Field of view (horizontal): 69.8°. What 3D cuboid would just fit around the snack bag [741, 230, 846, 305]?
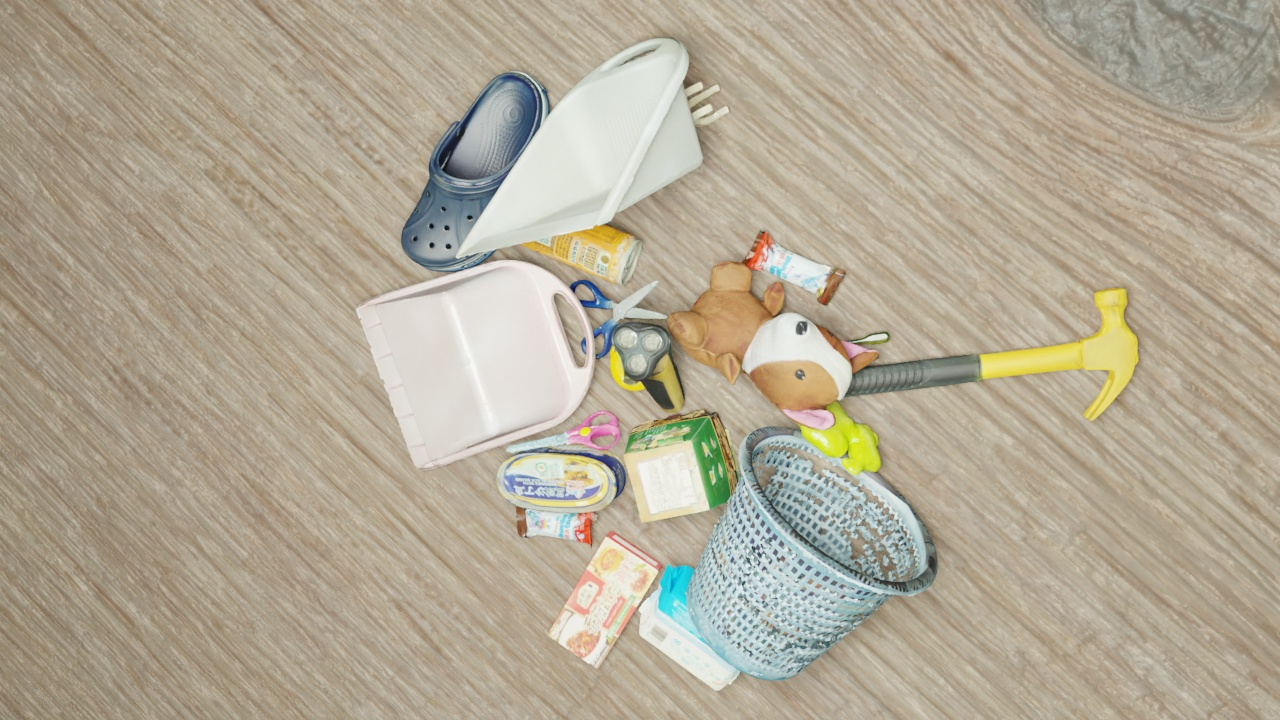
[{"bbox_3d":[0.165,-0.100,0.989,0.104,0.026,0.048,30,116,10],"label":"snack bag"}]

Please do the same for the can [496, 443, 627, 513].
[{"bbox_3d":[-0.092,0.138,1.076,0.148,0.049,0.074,2,98,14],"label":"can"}]

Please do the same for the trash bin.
[{"bbox_3d":[0.155,0.213,0.952,0.226,0.226,0.195,35,117,8],"label":"trash bin"}]

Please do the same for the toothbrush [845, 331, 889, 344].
[{"bbox_3d":[0.178,-0.012,1.004,0.186,0.017,0.012,-10,97,18],"label":"toothbrush"}]

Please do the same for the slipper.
[{"bbox_3d":[-0.186,-0.208,1.034,0.105,0.095,0.253,35,101,11],"label":"slipper"}]

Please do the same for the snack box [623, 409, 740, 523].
[{"bbox_3d":[0.039,0.125,1.011,0.118,0.105,0.117,-14,94,17],"label":"snack box"}]

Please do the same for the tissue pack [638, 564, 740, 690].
[{"bbox_3d":[0.070,0.300,1.040,0.140,0.063,0.090,34,125,9],"label":"tissue pack"}]

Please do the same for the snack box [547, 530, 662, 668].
[{"bbox_3d":[-0.043,0.286,1.095,0.075,0.025,0.153,32,104,8],"label":"snack box"}]

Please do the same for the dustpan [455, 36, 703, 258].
[{"bbox_3d":[-0.056,-0.226,0.927,0.223,0.256,0.143,-4,112,45],"label":"dustpan"}]

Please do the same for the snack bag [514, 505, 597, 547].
[{"bbox_3d":[-0.100,0.196,1.098,0.105,0.026,0.045,4,108,17],"label":"snack bag"}]

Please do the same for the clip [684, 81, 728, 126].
[{"bbox_3d":[0.042,-0.263,0.980,0.102,0.094,0.035,-21,91,5],"label":"clip"}]

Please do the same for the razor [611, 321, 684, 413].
[{"bbox_3d":[0.016,0.014,0.982,0.062,0.167,0.067,7,66,18],"label":"razor"}]

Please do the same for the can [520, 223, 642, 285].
[{"bbox_3d":[-0.075,-0.136,1.030,0.146,0.058,0.058,23,102,11],"label":"can"}]

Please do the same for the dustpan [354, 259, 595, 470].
[{"bbox_3d":[-0.188,0.001,1.090,0.274,0.138,0.222,-9,101,49],"label":"dustpan"}]

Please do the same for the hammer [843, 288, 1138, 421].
[{"bbox_3d":[0.350,0.008,0.951,0.301,0.032,0.129,-7,94,15],"label":"hammer"}]

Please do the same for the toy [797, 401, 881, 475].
[{"bbox_3d":[0.211,0.078,0.978,0.100,0.096,0.031,17,137,-13],"label":"toy"}]

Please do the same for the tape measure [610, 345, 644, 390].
[{"bbox_3d":[-0.006,0.006,1.047,0.060,0.028,0.057,0,98,15],"label":"tape measure"}]

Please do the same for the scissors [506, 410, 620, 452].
[{"bbox_3d":[-0.090,0.090,1.059,0.133,0.017,0.054,-11,54,-3],"label":"scissors"}]

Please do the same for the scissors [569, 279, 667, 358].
[{"bbox_3d":[-0.028,-0.046,1.010,0.166,0.012,0.155,38,131,39],"label":"scissors"}]

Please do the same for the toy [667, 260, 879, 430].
[{"bbox_3d":[0.137,-0.018,0.951,0.199,0.131,0.140,35,69,13],"label":"toy"}]
